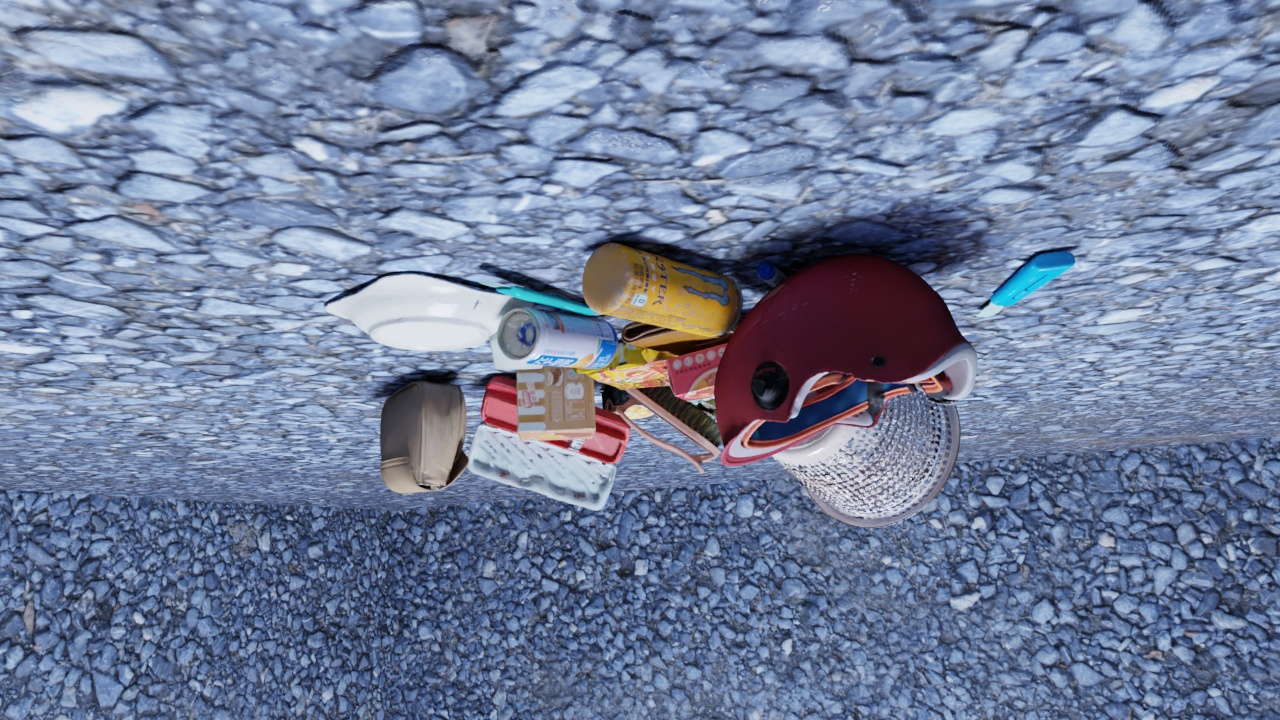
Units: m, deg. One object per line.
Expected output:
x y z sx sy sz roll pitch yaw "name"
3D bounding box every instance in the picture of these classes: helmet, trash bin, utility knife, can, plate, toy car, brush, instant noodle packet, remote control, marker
0.161 -0.007 0.809 0.241 0.143 0.206 -26 161 31 "helmet"
0.242 0.073 1.117 0.228 0.227 0.192 -13 151 40 "trash bin"
-0.088 -0.058 0.845 0.029 0.013 0.178 -1 174 31 "utility knife"
0.021 -0.057 0.777 0.058 0.058 0.145 -15 163 43 "can"
-0.200 -0.038 0.874 0.164 0.034 0.164 11 162 -43 "plate"
0.094 0.031 1.167 0.042 0.070 0.158 25 170 10 "toy car"
0.041 0.080 1.175 0.145 0.073 0.063 36 173 17 "brush"
-0.007 0.006 1.096 0.111 0.044 0.128 -12 165 21 "instant noodle packet"
-0.137 -0.014 1.021 0.058 0.021 0.150 -1 168 -7 "remote control"
0.368 -0.068 0.901 0.034 0.018 0.208 -4 169 2 "utility knife"
-0.079 -0.021 0.899 0.053 0.053 0.134 -10 172 30 "can"
0.139 -0.067 0.857 0.017 0.017 0.145 -9 166 26 "marker"

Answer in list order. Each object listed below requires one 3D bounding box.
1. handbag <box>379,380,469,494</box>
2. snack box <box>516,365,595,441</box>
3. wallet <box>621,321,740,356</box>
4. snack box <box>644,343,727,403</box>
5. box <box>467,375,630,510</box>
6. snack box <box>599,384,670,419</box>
-0.287 0.104 1.228 0.099 0.147 0.205 6 169 -28 "handbag"
-0.106 0.049 1.145 0.094 0.092 0.077 -2 168 -5 "snack box"
0.063 -0.030 0.981 0.119 0.035 0.130 -7 170 30 "wallet"
0.080 0.015 1.000 0.127 0.044 0.113 -15 170 12 "snack box"
-0.124 0.113 1.236 0.201 0.161 0.049 18 -152 -2 "box"
0.007 0.051 1.297 0.113 0.053 0.126 0 162 -12 "snack box"
